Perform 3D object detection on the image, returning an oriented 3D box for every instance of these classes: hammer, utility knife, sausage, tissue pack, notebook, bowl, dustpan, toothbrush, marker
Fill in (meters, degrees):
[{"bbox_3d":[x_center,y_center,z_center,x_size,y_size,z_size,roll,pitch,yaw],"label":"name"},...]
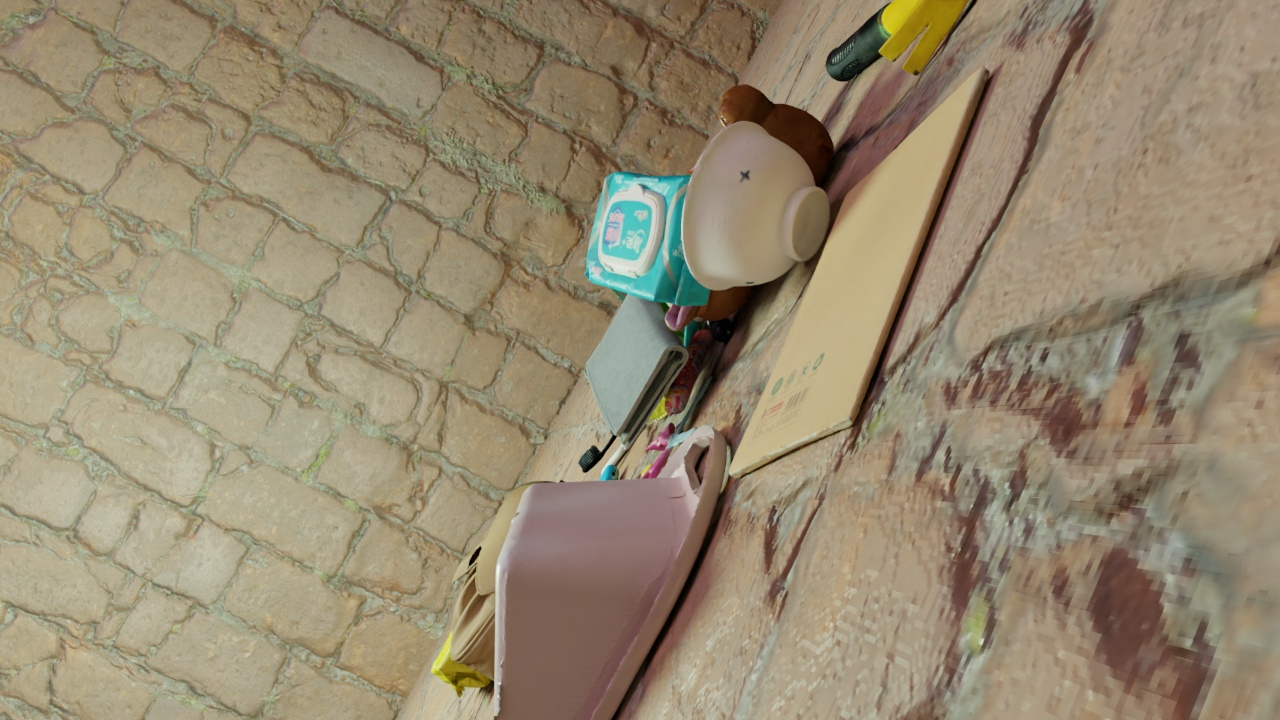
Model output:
[{"bbox_3d":[0.197,-0.262,0.707,0.129,0.033,0.300,-60,6,3],"label":"hammer"},{"bbox_3d":[0.049,-0.070,0.836,0.029,0.013,0.176,-42,-40,-66],"label":"utility knife"},{"bbox_3d":[0.042,0.007,0.785,0.020,0.020,0.155,-58,2,30],"label":"sausage"},{"bbox_3d":[0.012,-0.092,0.686,0.133,0.050,0.093,21,99,57],"label":"tissue pack"},{"bbox_3d":[0.113,-0.040,0.490,0.207,0.008,0.148,-64,6,-22],"label":"notebook"},{"bbox_3d":[0.089,-0.098,0.624,0.118,0.065,0.118,-27,-53,-44],"label":"bowl"},{"bbox_3d":[-0.043,0.163,0.859,0.034,0.018,0.218,-59,7,22],"label":"utility knife"},{"bbox_3d":[-0.018,0.178,0.597,0.222,0.139,0.273,-101,12,-80],"label":"dustpan"},{"bbox_3d":[-0.007,0.049,0.982,0.189,0.018,0.014,-51,-26,14],"label":"toothbrush"},{"bbox_3d":[0.070,-0.038,0.830,0.023,0.018,0.130,-51,8,11],"label":"marker"},{"bbox_3d":[-0.010,0.076,0.985,0.016,0.016,0.181,-45,-8,-44],"label":"toothbrush"}]

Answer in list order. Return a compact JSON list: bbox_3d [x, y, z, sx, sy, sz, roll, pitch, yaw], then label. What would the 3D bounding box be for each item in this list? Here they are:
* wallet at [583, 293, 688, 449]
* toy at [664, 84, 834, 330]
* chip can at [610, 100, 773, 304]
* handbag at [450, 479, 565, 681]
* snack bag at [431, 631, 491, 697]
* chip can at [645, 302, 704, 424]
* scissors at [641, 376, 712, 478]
[{"bbox_3d":[-0.005,0.005,0.788,0.107,0.037,0.129,-59,25,18],"label":"wallet"},{"bbox_3d":[0.068,-0.119,0.746,0.200,0.130,0.140,-70,-15,11],"label":"toy"},{"bbox_3d":[0.058,-0.144,0.879,0.236,0.072,0.072,-47,3,-8],"label":"chip can"},{"bbox_3d":[-0.131,0.218,0.946,0.148,0.100,0.204,-55,12,29],"label":"handbag"},{"bbox_3d":[-0.174,0.295,1.132,0.246,0.068,0.158,-64,5,-24],"label":"snack bag"},{"bbox_3d":[0.030,-0.042,0.925,0.073,0.072,0.220,-55,9,52],"label":"chip can"},{"bbox_3d":[0.023,0.069,0.739,0.133,0.017,0.134,-58,4,-13],"label":"scissors"}]
